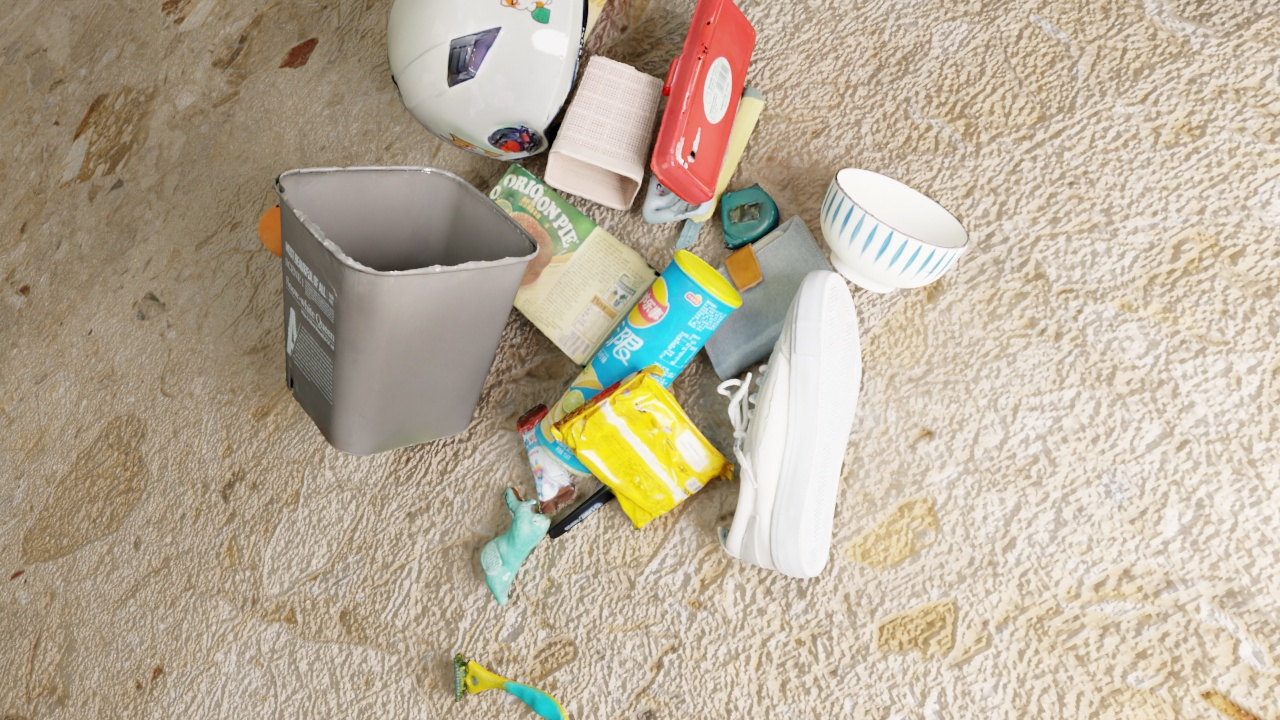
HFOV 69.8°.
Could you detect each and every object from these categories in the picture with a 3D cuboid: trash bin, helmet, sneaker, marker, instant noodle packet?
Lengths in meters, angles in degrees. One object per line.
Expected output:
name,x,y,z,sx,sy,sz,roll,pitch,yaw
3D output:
trash bin,-0.237,-0.048,0.874,0.199,0.198,0.220,42,127,34
helmet,-0.168,-0.318,0.912,0.274,0.156,0.230,179,91,-67
sneaker,0.114,0.047,0.738,0.091,0.089,0.242,4,80,36
marker,-0.035,0.125,0.829,0.124,0.018,0.015,-39,52,13
instant noodle packet,0.005,0.075,0.773,0.111,0.128,0.044,-33,19,17

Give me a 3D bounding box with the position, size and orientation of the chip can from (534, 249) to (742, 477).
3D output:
chip can,-0.005,0.005,0.805,0.210,0.071,0.071,-50,55,17

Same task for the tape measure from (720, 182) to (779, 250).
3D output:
tape measure,0.099,-0.134,0.847,0.055,0.025,0.058,-14,66,26

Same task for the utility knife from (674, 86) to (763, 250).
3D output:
utility knife,0.076,-0.186,0.884,0.031,0.019,0.182,19,75,39

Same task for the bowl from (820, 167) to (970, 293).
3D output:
bowl,0.194,-0.097,0.735,0.116,0.116,0.066,50,130,34

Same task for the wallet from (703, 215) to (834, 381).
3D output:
wallet,0.106,-0.057,0.807,0.130,0.037,0.106,-32,59,16

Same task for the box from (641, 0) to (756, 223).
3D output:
box,0.039,-0.239,0.872,0.100,0.094,0.200,-2,65,42

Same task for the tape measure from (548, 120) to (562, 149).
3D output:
tape measure,-0.072,-0.222,0.961,0.039,0.057,0.058,-31,67,17

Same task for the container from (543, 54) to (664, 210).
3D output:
container,-0.032,-0.221,0.890,0.090,0.090,0.110,18,78,-6

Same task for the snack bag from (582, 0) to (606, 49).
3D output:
snack bag,-0.102,-0.377,1.043,0.128,0.073,0.208,39,100,34

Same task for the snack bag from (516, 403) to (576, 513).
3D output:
snack bag,-0.091,0.093,0.869,0.045,0.026,0.105,-33,62,21

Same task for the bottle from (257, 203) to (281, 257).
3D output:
bottle,-0.400,-0.186,1.139,0.149,0.067,0.066,-31,59,8

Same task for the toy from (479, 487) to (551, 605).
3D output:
toy,-0.118,0.165,0.853,0.092,0.030,0.096,-50,42,11

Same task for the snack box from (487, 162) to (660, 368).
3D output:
snack box,-0.080,-0.091,0.912,0.240,0.063,0.114,40,94,35

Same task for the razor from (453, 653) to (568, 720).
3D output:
razor,-0.112,0.293,0.803,0.133,0.028,0.043,6,98,35
